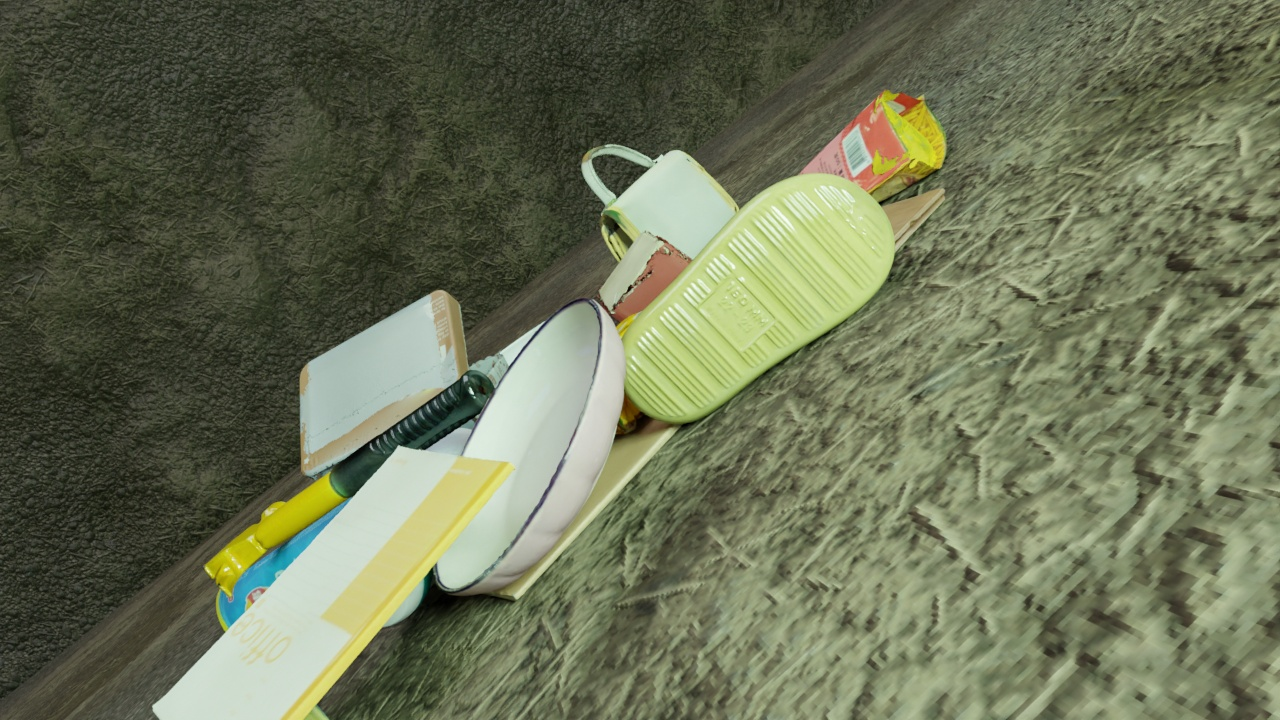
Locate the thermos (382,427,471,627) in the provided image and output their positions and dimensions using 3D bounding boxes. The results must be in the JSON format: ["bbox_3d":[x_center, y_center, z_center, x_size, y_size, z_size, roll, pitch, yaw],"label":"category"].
[{"bbox_3d":[-0.156,0.112,0.660,0.073,0.073,0.224,-35,9,12],"label":"thermos"}]

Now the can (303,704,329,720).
[{"bbox_3d":[-0.225,0.222,0.508,0.101,0.057,0.083,-44,16,-26],"label":"can"}]

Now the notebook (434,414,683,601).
[{"bbox_3d":[-0.041,0.080,0.619,0.207,0.008,0.148,-44,14,-29],"label":"notebook"}]

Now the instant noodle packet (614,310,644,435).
[{"bbox_3d":[-0.004,0.004,0.668,0.128,0.044,0.111,-48,22,-27],"label":"instant noodle packet"}]

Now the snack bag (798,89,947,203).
[{"bbox_3d":[0.149,-0.138,0.771,0.208,0.073,0.128,-34,24,42],"label":"snack bag"}]

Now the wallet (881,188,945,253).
[{"bbox_3d":[0.146,-0.077,0.644,0.101,0.020,0.115,-43,15,-26],"label":"wallet"}]

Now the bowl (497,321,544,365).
[{"bbox_3d":[-0.129,0.017,0.975,0.118,0.065,0.118,-35,4,2],"label":"bowl"}]

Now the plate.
[{"bbox_3d":[-0.062,0.055,0.554,0.193,0.039,0.192,-47,25,30],"label":"plate"}]

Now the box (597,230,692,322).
[{"bbox_3d":[0.006,-0.075,0.861,0.091,0.078,0.168,-53,11,5],"label":"box"}]

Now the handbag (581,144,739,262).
[{"bbox_3d":[0.011,-0.177,1.042,0.063,0.179,0.162,-33,13,49],"label":"handbag"}]

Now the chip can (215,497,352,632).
[{"bbox_3d":[-0.271,0.173,0.800,0.210,0.071,0.071,-34,12,17],"label":"chip can"}]

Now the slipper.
[{"bbox_3d":[0.065,-0.040,0.574,0.191,0.091,0.081,-40,9,7],"label":"slipper"}]

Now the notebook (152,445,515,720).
[{"bbox_3d":[-0.172,0.128,0.512,0.146,0.010,0.205,-1,42,51],"label":"notebook"}]

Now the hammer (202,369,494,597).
[{"bbox_3d":[-0.228,0.094,0.708,0.301,0.033,0.128,-33,11,23],"label":"hammer"}]

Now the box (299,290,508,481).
[{"bbox_3d":[-0.224,0.040,0.856,0.182,0.166,0.150,-23,13,12],"label":"box"}]
